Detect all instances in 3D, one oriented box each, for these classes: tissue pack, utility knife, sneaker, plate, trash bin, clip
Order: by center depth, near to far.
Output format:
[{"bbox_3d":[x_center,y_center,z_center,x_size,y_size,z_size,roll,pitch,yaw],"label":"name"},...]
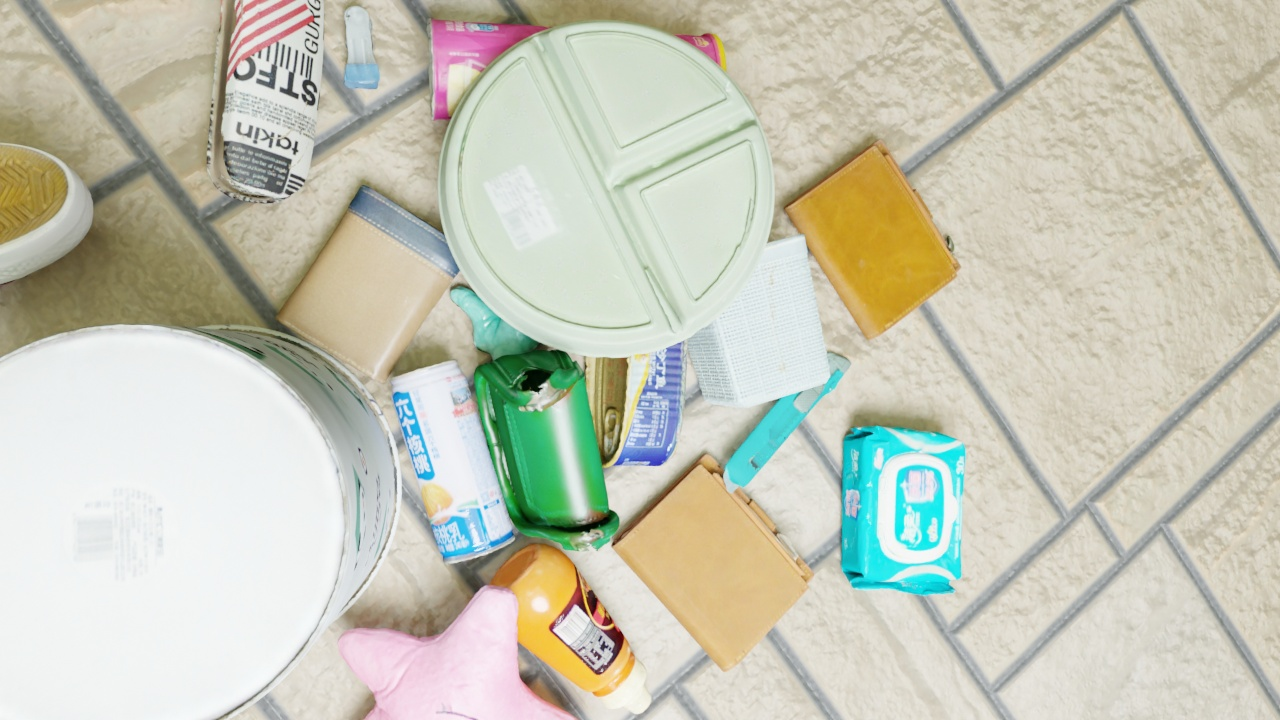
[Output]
[{"bbox_3d":[-0.248,0.082,0.508,0.229,0.252,0.229,1,86,-15],"label":"trash bin"},{"bbox_3d":[-0.430,-0.056,0.554,0.241,0.088,0.118,-18,69,5],"label":"sneaker"},{"bbox_3d":[-0.020,-0.117,0.612,0.230,0.027,0.230,0,88,-5],"label":"plate"},{"bbox_3d":[-0.201,-0.224,0.657,0.026,0.038,0.058,-5,90,-13],"label":"clip"},{"bbox_3d":[0.115,0.045,0.719,0.029,0.013,0.157,46,68,-3],"label":"utility knife"},{"bbox_3d":[0.209,0.120,0.733,0.093,0.050,0.133,3,87,-16],"label":"tissue pack"}]

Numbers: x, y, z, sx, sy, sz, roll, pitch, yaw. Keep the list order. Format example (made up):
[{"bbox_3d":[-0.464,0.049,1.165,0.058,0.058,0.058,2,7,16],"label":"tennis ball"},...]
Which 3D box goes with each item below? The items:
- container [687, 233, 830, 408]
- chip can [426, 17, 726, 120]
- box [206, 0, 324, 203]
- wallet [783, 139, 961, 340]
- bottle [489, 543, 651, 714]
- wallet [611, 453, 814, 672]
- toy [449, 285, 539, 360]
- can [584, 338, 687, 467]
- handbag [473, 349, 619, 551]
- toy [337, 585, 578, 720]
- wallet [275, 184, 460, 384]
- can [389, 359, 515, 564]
[{"bbox_3d":[0.081,-0.027,0.687,0.089,0.090,0.111,-15,94,-15],"label":"container"},{"bbox_3d":[-0.047,-0.207,0.669,0.210,0.071,0.071,-2,88,-15],"label":"chip can"},{"bbox_3d":[-0.259,-0.188,0.630,0.075,0.082,0.163,6,84,-49],"label":"box"},{"bbox_3d":[0.198,-0.103,0.748,0.119,0.035,0.130,-36,98,-14],"label":"wallet"},{"bbox_3d":[-0.043,0.200,0.659,0.066,0.067,0.149,-43,105,-13],"label":"bottle"},{"bbox_3d":[0.058,0.152,0.700,0.107,0.031,0.132,-43,95,-14],"label":"wallet"},{"bbox_3d":[-0.088,-0.034,0.664,0.096,0.030,0.092,41,98,2],"label":"toy"},{"bbox_3d":[-0.004,0.004,0.668,0.049,0.075,0.148,4,86,-26],"label":"can"},{"bbox_3d":[-0.064,0.059,0.624,0.068,0.120,0.131,-15,101,-16],"label":"handbag"},{"bbox_3d":[-0.128,0.254,0.624,0.179,0.074,0.194,-23,106,7],"label":"toy"},{"bbox_3d":[-0.187,-0.053,0.646,0.090,0.033,0.115,32,81,-9],"label":"wallet"},{"bbox_3d":[-0.132,0.069,0.642,0.053,0.053,0.134,-17,92,-15],"label":"can"}]
